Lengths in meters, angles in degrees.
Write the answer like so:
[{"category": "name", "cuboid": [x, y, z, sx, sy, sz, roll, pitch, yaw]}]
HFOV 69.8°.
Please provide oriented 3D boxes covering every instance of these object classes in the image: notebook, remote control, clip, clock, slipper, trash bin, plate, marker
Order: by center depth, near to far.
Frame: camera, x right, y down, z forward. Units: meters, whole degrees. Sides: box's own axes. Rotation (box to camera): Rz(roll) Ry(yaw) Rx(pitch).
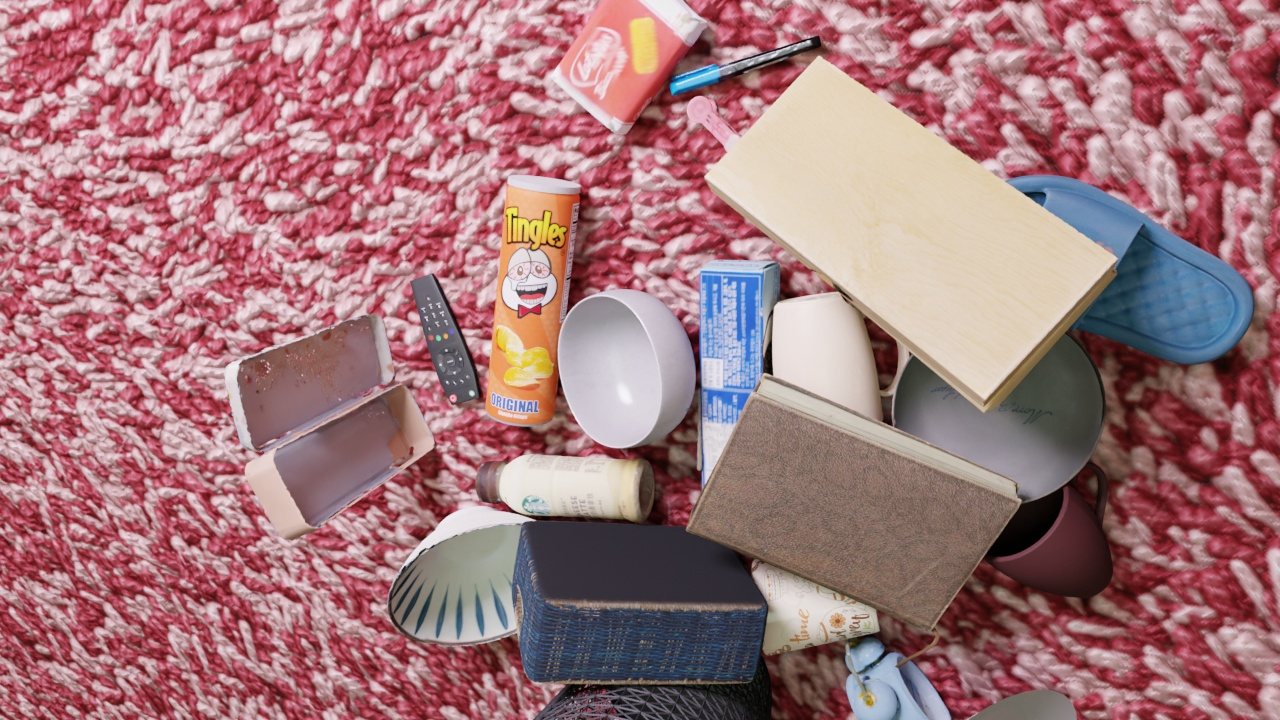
[{"category": "slipper", "cuboid": [0.332, -0.065, 0.661, 0.214, 0.059, 0.104, 24, 108, 10]}, {"category": "notebook", "cuboid": [0.152, 0.130, 0.707, 0.215, 0.034, 0.191, 22, 118, 1]}, {"category": "marker", "cuboid": [0.081, -0.233, 0.721, 0.123, 0.018, 0.015, -12, 101, 20]}, {"category": "clip", "cuboid": [0.063, -0.189, 0.741, 0.022, 0.038, 0.059, -42, 87, 19]}, {"category": "plate", "cuboid": [0.283, 0.332, 0.756, 0.172, 0.019, 0.173, -10, 119, -19]}, {"category": "trash bin", "cuboid": [0.010, 0.336, 0.770, 0.217, 0.242, 0.217, 5, 105, 17]}, {"category": "clock", "cuboid": [0.211, 0.286, 0.773, 0.052, 0.088, 0.124, -41, 104, 18]}, {"category": "remote control", "cuboid": [-0.185, -0.020, 0.868, 0.039, 0.010, 0.125, -15, 99, 21]}]

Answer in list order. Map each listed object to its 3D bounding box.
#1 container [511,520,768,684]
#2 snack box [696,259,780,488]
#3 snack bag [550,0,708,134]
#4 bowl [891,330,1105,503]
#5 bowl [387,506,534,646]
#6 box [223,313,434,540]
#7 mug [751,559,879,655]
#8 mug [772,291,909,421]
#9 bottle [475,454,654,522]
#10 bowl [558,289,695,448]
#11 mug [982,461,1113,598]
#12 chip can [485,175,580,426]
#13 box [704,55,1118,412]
[{"category": "container", "cuboid": [-0.006, 0.194, 0.758, 0.187, 0.145, 0.071, 5, 105, -14]}, {"category": "snack box", "cuboid": [0.083, 0.030, 0.768, 0.059, 0.059, 0.226, 4, 104, 20]}, {"category": "snack bag", "cuboid": [-0.010, -0.249, 0.737, 0.077, 0.036, 0.116, 42, 112, 3]}, {"category": "bowl", "cuboid": [0.272, 0.032, 0.705, 0.151, 0.056, 0.151, 5, 104, 20]}, {"category": "bowl", "cuboid": [-0.152, 0.188, 0.863, 0.178, 0.177, 0.070, -51, 41, 22]}, {"category": "box", "cuboid": [-0.264, 0.045, 0.801, 0.058, 0.216, 0.154, -19, 99, 20]}, {"category": "mug", "cuboid": [0.149, 0.186, 0.789, 0.097, 0.081, 0.121, -9, 74, 13]}, {"category": "mug", "cuboid": [0.159, -0.002, 0.730, 0.111, 0.085, 0.104, -11, 97, -8]}, {"category": "bottle", "cuboid": [-0.071, 0.115, 0.841, 0.162, 0.056, 0.056, 0, 104, 18]}, {"category": "bowl", "cuboid": [-0.005, 0.005, 0.775, 0.132, 0.064, 0.132, 15, 111, 45]}, {"category": "mug", "cuboid": [0.328, 0.132, 0.711, 0.088, 0.087, 0.114, 39, 84, -14]}, {"category": "chip can", "cuboid": [-0.095, -0.051, 0.803, 0.062, 0.062, 0.210, 13, 108, 15]}, {"category": "box", "cuboid": [0.181, -0.093, 0.634, 0.249, 0.122, 0.141, 44, 117, 22]}]
